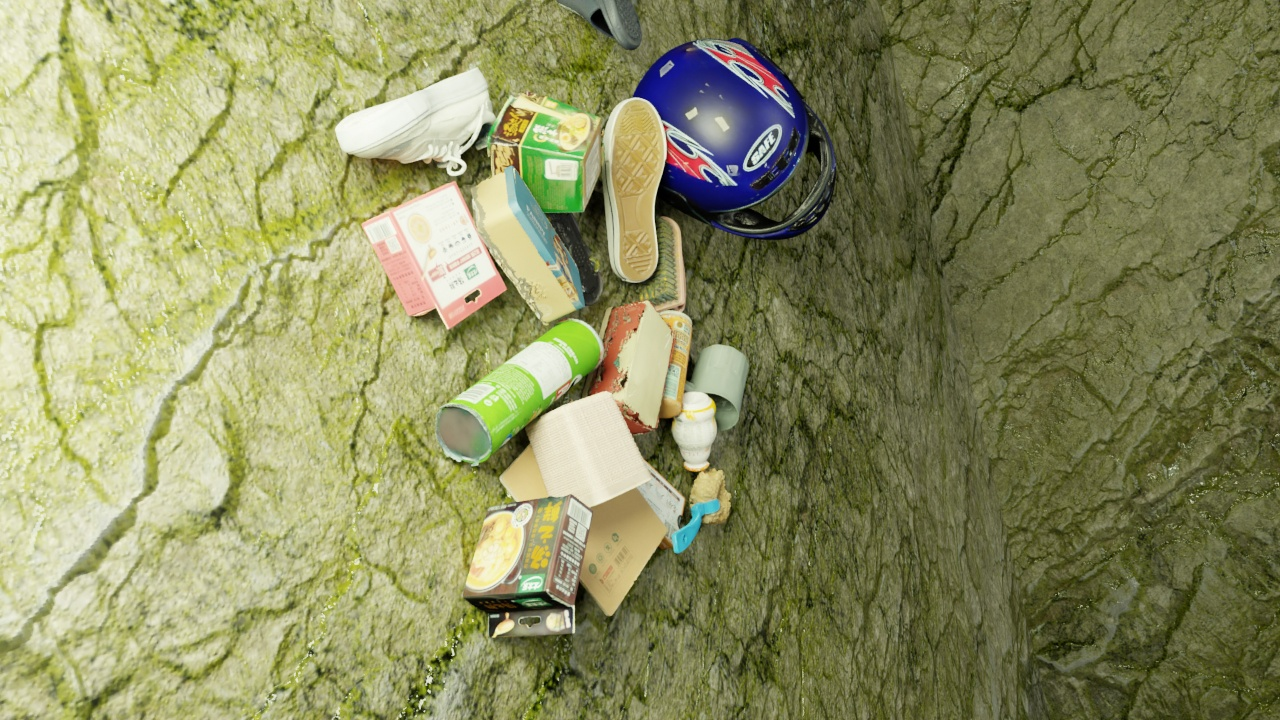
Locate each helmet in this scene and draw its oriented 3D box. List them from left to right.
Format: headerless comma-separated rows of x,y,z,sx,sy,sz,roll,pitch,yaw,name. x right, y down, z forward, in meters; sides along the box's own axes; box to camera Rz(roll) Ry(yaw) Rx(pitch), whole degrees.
0.129,-0.311,1.298,0.315,0.247,0.240,38,7,11,helmet

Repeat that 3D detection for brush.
0.034,-0.139,1.311,0.073,0.063,0.145,24,58,-47,brush
0.079,0.206,1.229,0.254,0.046,0.083,-26,109,-73,brush

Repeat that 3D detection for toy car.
-0.094,-0.137,1.127,0.158,0.042,0.070,63,35,-20,toy car

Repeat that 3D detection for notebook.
-0.059,0.167,1.056,0.207,0.008,0.147,54,44,-14,notebook

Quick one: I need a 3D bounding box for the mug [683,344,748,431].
0.096,0.028,1.344,0.124,0.084,0.103,34,46,-15,mug

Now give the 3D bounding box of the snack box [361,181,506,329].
-0.207,-0.104,0.937,0.113,0.044,0.127,-45,116,-54,snack box

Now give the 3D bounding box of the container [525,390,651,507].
-0.060,0.102,1.010,0.089,0.090,0.111,-18,84,-47,container

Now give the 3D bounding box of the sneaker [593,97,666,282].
-0.021,-0.227,1.231,0.118,0.088,0.241,-9,108,-27,sneaker

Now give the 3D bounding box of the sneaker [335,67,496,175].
-0.218,-0.229,0.935,0.091,0.090,0.241,70,26,-20,sneaker

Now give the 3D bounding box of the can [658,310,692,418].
0.036,0.005,1.265,0.058,0.058,0.145,43,46,-42,can

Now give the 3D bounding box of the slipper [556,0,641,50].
-0.076,-0.524,1.276,0.110,0.083,0.268,25,40,-61,slipper

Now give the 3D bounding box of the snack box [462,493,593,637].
-0.111,0.204,0.912,0.053,0.113,0.125,45,44,-39,snack box

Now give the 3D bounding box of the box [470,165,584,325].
-0.126,-0.129,1.016,0.184,0.059,0.089,60,11,-45,box

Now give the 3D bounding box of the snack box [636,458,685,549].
0.006,0.177,1.186,0.154,0.026,0.075,47,42,-39,snack box

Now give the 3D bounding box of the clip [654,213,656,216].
0.006,-0.211,1.333,0.056,0.043,0.014,23,61,-57,clip

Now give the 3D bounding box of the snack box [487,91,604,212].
-0.103,-0.229,1.042,0.118,0.106,0.117,91,13,-50,snack box

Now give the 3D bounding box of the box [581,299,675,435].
-0.007,0.007,1.177,0.091,0.080,0.168,48,42,-39,box

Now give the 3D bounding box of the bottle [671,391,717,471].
0.076,0.101,1.284,0.063,0.063,0.108,-41,132,-55,bottle

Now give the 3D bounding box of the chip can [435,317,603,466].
-0.125,0.027,0.992,0.235,0.072,0.072,-42,114,-54,chip can
